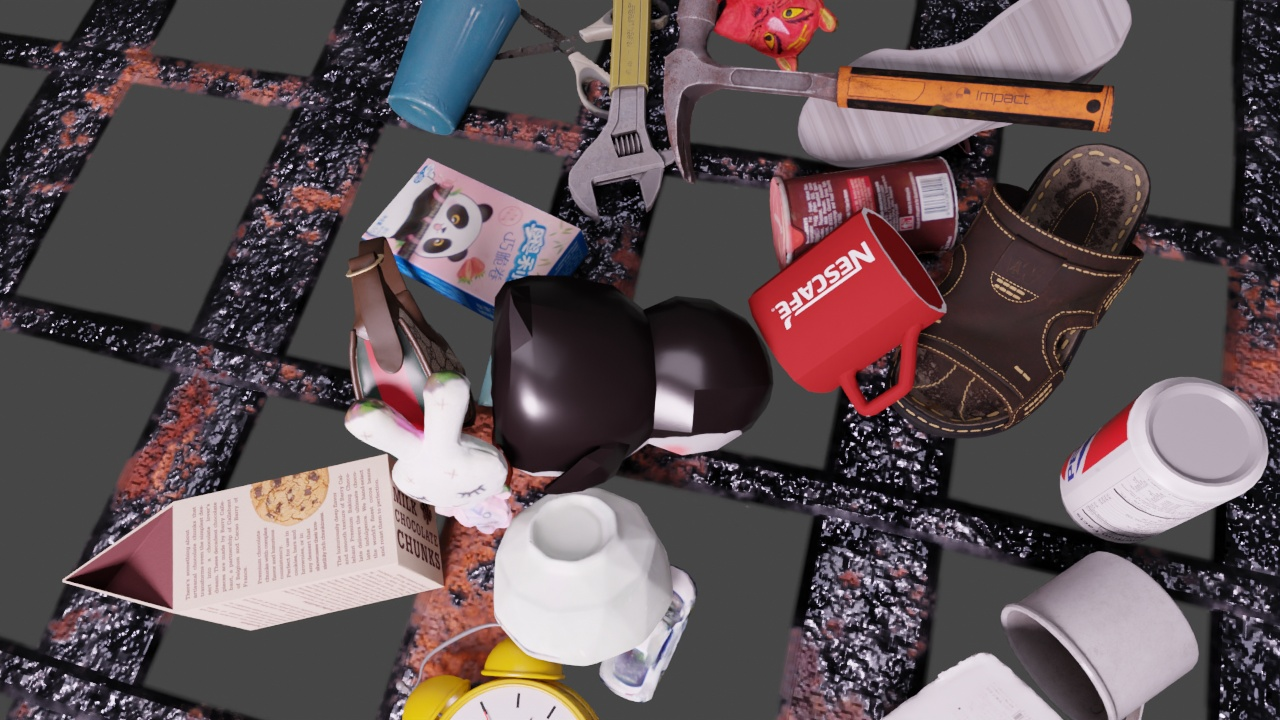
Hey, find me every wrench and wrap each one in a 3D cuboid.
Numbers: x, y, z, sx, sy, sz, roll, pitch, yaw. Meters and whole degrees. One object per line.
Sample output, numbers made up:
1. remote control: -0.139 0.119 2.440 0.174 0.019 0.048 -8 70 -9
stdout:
1. wrench: -0.013 -0.234 0.748 0.083 0.018 0.273 0 69 1

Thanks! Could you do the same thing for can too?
1. can: 0.304 0.064 0.547 0.070 0.132 0.070 -2 68 5

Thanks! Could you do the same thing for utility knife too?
1. utility knife: -0.097 -0.030 0.694 0.022 0.015 0.141 5 65 10

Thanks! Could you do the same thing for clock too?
1. clock: -0.082 0.239 0.562 0.113 0.052 0.152 -27 71 -5

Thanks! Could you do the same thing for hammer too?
1. hammer: 0.164 -0.182 0.659 0.315 0.035 0.138 12 95 21

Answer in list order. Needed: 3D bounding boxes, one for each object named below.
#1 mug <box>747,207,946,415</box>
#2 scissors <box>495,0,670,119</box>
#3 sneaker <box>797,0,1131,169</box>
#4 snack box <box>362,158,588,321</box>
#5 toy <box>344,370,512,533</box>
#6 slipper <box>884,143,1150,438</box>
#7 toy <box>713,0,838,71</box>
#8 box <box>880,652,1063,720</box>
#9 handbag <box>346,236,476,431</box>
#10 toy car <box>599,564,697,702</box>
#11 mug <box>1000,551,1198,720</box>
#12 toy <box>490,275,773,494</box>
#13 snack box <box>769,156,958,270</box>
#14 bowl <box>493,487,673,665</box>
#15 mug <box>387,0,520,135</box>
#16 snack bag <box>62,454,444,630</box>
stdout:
1. mug: 0.144 -0.025 0.607 0.097 0.080 0.116 -38 66 27
2. scissors: -0.046 -0.270 0.785 0.157 0.013 0.171 -32 68 -8
3. sneaker: 0.241 -0.203 0.699 0.237 0.089 0.099 -18 80 21
4. snack box: -0.127 -0.088 0.701 0.154 0.033 0.087 27 71 21
5. toy: -0.116 0.062 0.548 0.079 0.123 0.038 -18 35 16
6. slipper: 0.268 -0.057 0.630 0.113 0.076 0.267 36 76 19
7. toy: 0.110 -0.303 0.765 0.094 0.088 0.132 24 48 -18
8. box: 0.213 0.272 0.513 0.107 0.132 0.151 -34 37 -7
9. handbag: -0.159 -0.013 0.607 0.063 0.166 0.138 -20 89 -3
10. toy car: 0.006 0.173 0.591 0.039 0.027 0.089 21 72 16
11. mug: 0.274 0.176 0.540 0.070 0.084 0.113 -30 102 -9
12. toy: -0.003 0.003 0.592 0.184 0.140 0.158 -1 50 -9
13. snack box: 0.159 -0.105 0.665 0.121 0.072 0.072 -7 67 2
14. bowl: -0.039 0.123 0.573 0.117 0.061 0.117 -3 40 3
15. mug: -0.158 -0.253 0.757 0.078 0.078 0.121 19 80 13
16. snack bag: -0.246 0.129 0.599 0.206 0.094 0.069 -13 67 1
